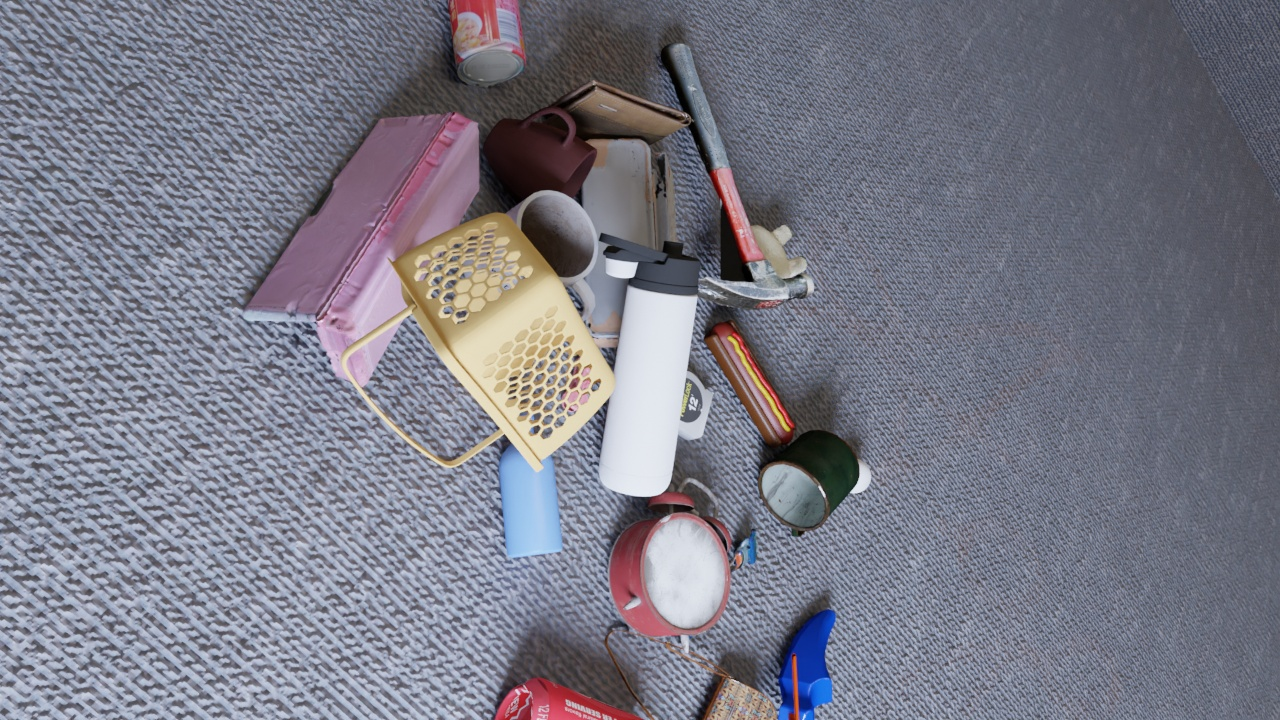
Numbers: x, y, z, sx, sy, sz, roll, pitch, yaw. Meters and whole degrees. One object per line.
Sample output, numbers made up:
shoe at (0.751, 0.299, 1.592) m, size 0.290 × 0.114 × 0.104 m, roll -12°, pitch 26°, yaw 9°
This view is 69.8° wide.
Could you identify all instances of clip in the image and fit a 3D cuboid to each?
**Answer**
clip at (-0.053, 0.020, 0.866) m, size 0.023 × 0.044 × 0.060 m, roll 28°, pitch 47°, yaw -25°

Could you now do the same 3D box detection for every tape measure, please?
tape measure at (0.044, 0.043, 0.947) m, size 0.065 × 0.017 × 0.064 m, roll 33°, pitch 59°, yaw -27°

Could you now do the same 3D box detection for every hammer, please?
hammer at (0.080, -0.207, 1.014) m, size 0.140 × 0.036 × 0.326 m, roll -10°, pitch 75°, yaw -28°

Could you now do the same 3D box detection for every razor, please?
razor at (0.076, 0.226, 0.917) m, size 0.140 × 0.018 × 0.044 m, roll -43°, pitch 141°, yaw -37°

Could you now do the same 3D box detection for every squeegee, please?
squeegee at (0.168, 0.322, 0.927) m, size 0.184 × 0.055 × 0.250 m, roll -52°, pitch 141°, yaw -51°

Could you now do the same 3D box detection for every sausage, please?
sausage at (0.121, 0.026, 0.999) m, size 0.040 × 0.040 × 0.155 m, roll -40°, pitch 102°, yaw -39°

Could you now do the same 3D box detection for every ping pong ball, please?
ping pong ball at (0.248, 0.134, 1.067) m, size 0.040 × 0.040 × 0.040 m, roll 12°, pitch 69°, yaw -36°

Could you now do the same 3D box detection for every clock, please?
clock at (0.031, 0.185, 0.864) m, size 0.110 × 0.062 × 0.156 m, roll 41°, pitch 53°, yaw -22°

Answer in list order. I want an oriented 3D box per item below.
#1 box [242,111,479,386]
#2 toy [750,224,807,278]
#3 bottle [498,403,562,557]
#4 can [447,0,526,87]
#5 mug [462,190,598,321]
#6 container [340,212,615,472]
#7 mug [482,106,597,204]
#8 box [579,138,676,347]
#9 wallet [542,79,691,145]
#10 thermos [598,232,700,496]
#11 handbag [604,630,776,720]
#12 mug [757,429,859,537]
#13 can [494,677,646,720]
box at (-0.225, -0.108, 0.752) m, size 0.107 × 0.100 × 0.232 m, roll 20°, pitch 61°, yaw 4°
toy at (0.138, -0.112, 1.048) m, size 0.112 × 0.050 × 0.087 m, roll -32°, pitch 93°, yaw -25°
bottle at (-0.098, 0.102, 0.795) m, size 0.048 × 0.048 × 0.131 m, roll 2°, pitch 76°, yaw -38°
can at (-0.148, -0.332, 0.873) m, size 0.066 × 0.067 × 0.124 m, roll -1°, pitch 77°, yaw -39°
mug at (-0.088, -0.081, 0.826) m, size 0.119 × 0.097 × 0.082 m, roll 51°, pitch 52°, yaw -15°
container at (-0.128, -0.001, 0.717) m, size 0.167 × 0.129 × 0.183 m, roll -36°, pitch 145°, yaw -6°
mug at (-0.096, -0.194, 0.852) m, size 0.088 × 0.114 × 0.086 m, roll 34°, pitch 49°, yaw 0°
box at (-0.008, -0.110, 0.940) m, size 0.114 × 0.096 × 0.217 m, roll 1°, pitch 73°, yaw -9°
wallet at (-0.026, -0.243, 0.925) m, size 0.121 × 0.099 × 0.027 m, roll 10°, pitch 78°, yaw -37°
thermos at (-0.005, 0.005, 0.831) m, size 0.101 × 0.068 × 0.230 m, roll 3°, pitch 102°, yaw -27°
handbag at (0.038, 0.316, 0.858) m, size 0.195 × 0.043 × 0.093 m, roll 40°, pitch 59°, yaw -13°
mug at (0.184, 0.138, 0.997) m, size 0.081 × 0.085 × 0.111 m, roll -34°, pitch 133°, yaw -41°
can at (-0.048, 0.316, 0.753) m, size 0.142 × 0.075 × 0.074 m, roll 33°, pitch 59°, yaw -27°
